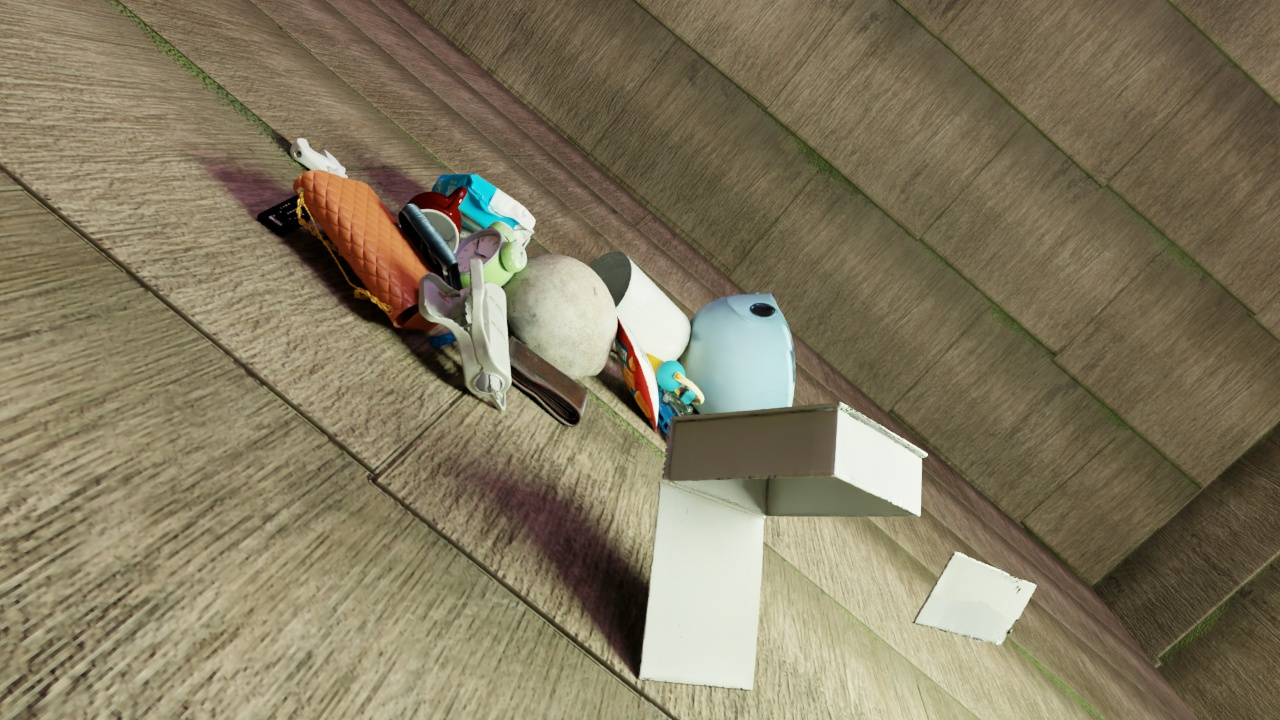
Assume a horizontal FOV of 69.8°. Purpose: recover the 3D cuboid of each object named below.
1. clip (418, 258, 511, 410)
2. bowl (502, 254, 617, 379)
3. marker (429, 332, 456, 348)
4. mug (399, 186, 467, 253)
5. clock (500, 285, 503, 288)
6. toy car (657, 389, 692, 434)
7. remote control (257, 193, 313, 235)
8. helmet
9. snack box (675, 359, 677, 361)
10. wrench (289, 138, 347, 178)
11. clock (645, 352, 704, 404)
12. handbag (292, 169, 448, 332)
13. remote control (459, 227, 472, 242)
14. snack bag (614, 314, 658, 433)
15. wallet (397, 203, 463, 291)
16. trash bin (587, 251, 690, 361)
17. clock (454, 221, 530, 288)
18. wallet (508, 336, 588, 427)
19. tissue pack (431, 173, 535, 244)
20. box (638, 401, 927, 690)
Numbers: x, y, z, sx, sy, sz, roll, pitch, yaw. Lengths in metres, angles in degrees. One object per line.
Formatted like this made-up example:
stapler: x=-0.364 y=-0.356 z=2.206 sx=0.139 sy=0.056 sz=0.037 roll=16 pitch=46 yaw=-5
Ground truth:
clip: x=-0.162 y=-0.034 z=0.926 sx=0.144 sy=0.075 sz=0.124 roll=68 pitch=6 yaw=-50
bowl: x=-0.086 y=-0.071 z=1.181 sx=0.178 sy=0.081 sz=0.178 roll=35 pitch=37 yaw=-32
marker: x=-0.199 y=-0.029 z=1.018 sx=0.013 sy=0.013 sz=0.141 roll=42 pitch=14 yaw=3
mug: x=-0.249 y=-0.175 z=1.133 sx=0.073 sy=0.106 sz=0.082 roll=38 pitch=14 yaw=-22
clock: x=-0.152 y=-0.097 z=1.257 sx=0.147 sy=0.056 sz=0.104 roll=33 pitch=18 yaw=-36
toy car: x=0.055 y=0.088 z=1.264 sx=0.056 sy=0.044 sz=0.120 roll=31 pitch=14 yaw=-35
remote control: x=-0.366 y=-0.157 z=0.970 sx=0.030 sy=0.009 sz=0.140 roll=37 pitch=14 yaw=-13
helmet: x=0.150 y=0.012 z=1.448 sx=0.166 sy=0.226 sz=0.265 roll=-3 pitch=27 yaw=-12
snack box: x=0.021 y=-0.027 z=1.531 sx=0.029 sy=0.040 sz=0.148 roll=33 pitch=16 yaw=-29
wrench: x=-0.337 y=-0.177 z=1.097 sx=0.273 sy=0.018 sz=0.066 roll=48 pitch=16 yaw=23
clock: x=0.036 y=0.026 z=1.342 sx=0.130 sy=0.043 sz=0.099 roll=25 pitch=-15 yaw=30
handbag: x=-0.276 y=-0.107 z=0.936 sx=0.172 sy=0.060 sz=0.108 roll=52 pitch=8 yaw=7
remote control: x=-0.230 y=-0.161 z=1.235 sx=0.136 sy=0.011 sz=0.050 roll=26 pitch=21 yaw=17
snack bag: x=-0.007 y=0.007 z=1.248 sx=0.130 sy=0.039 sz=0.144 roll=-118 pitch=-170 yaw=-56
wallet: x=-0.227 y=-0.112 z=1.012 sx=0.089 sy=0.026 sz=0.115 roll=52 pitch=-18 yaw=13
trash bin: x=-0.012 y=-0.067 z=1.401 sx=0.161 sy=0.133 sz=0.133 roll=36 pitch=14 yaw=-38
clock: x=-0.192 y=-0.129 z=1.154 sx=0.042 sy=0.119 sz=0.094 roll=56 pitch=2 yaw=-44
wallet: x=-0.112 y=0.021 z=1.063 sx=0.120 sy=0.031 sz=0.099 roll=38 pitch=11 yaw=-8
tissue pack: x=-0.224 y=-0.209 z=1.280 sx=0.117 sy=0.066 sz=0.209 roll=34 pitch=-7 yaw=-26
box: x=0.073 y=0.199 z=0.786 sx=0.167 sy=0.380 sz=0.172 roll=26 pitch=4 yaw=-45
